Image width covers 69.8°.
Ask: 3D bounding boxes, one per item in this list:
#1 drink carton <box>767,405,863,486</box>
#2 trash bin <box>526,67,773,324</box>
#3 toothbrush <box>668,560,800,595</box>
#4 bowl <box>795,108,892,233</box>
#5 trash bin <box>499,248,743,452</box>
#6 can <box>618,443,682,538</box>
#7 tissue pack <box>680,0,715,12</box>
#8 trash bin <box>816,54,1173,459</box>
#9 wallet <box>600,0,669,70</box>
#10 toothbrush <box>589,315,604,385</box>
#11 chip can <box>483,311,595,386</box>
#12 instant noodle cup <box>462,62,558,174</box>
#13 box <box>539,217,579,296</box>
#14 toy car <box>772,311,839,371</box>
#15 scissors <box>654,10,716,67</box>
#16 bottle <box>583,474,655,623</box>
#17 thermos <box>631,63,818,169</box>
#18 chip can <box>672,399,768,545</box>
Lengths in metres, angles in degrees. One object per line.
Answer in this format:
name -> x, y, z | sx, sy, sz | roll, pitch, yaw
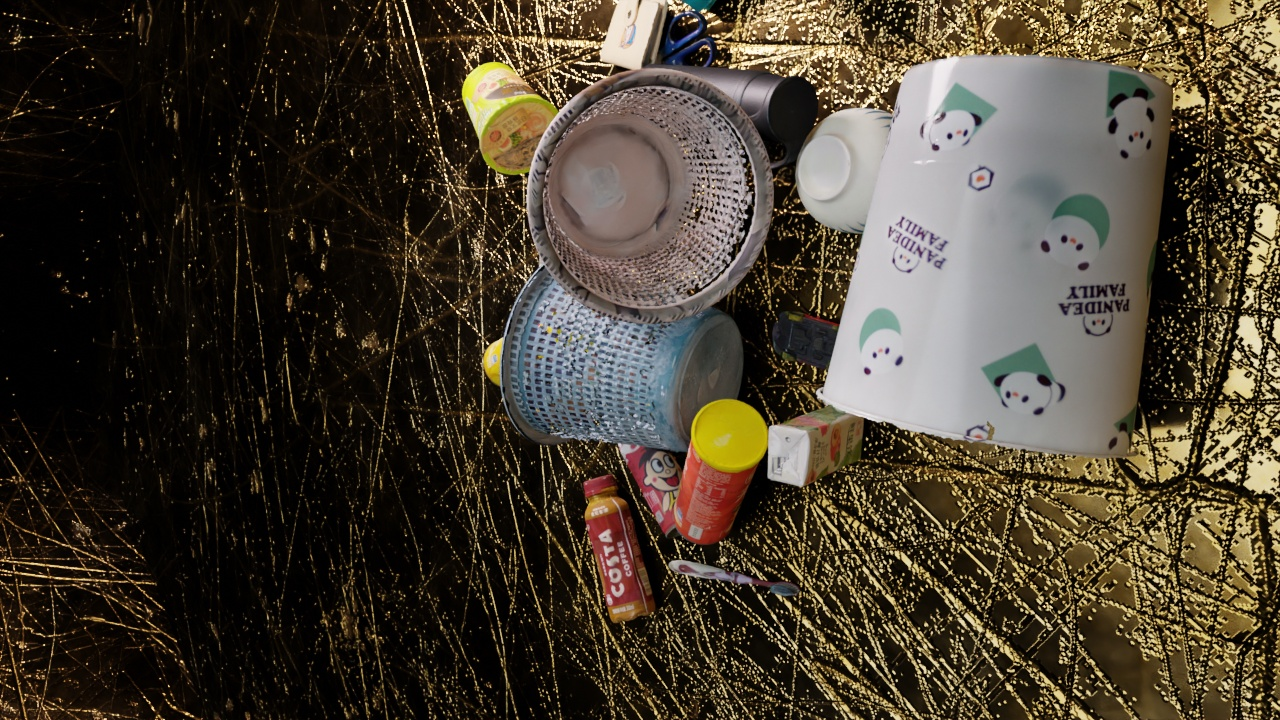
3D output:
drink carton -> 0.164, 0.078, 0.860 | 0.046, 0.122, 0.053 | 8, 102, 36
trash bin -> -0.008, -0.165, 0.905 | 0.192, 0.227, 0.228 | -130, 46, -70
toothbrush -> 0.098, 0.243, 1.027 | 0.188, 0.017, 0.016 | -1, 93, 46
bowl -> 0.189, -0.176, 0.848 | 0.117, 0.066, 0.116 | 6, 99, 46
trash bin -> -0.006, 0.006, 0.989 | 0.195, 0.226, 0.227 | 15, 105, 32
can -> 0.022, 0.136, 1.068 | 0.053, 0.053, 0.132 | -49, 61, 38
tissue pack -> 0.056, -0.448, 0.969 | 0.093, 0.050, 0.133 | -44, 63, 41
trash bin -> 0.265, -0.076, 0.678 | 0.230, 0.229, 0.252 | 15, 100, 45
wallet -> -0.008, -0.378, 1.046 | 0.115, 0.024, 0.087 | 44, 118, 57
toothbrush -> -0.053, -0.065, 1.145 | 0.027, 0.026, 0.225 | -132, 47, -71
chip can -> -0.129, -0.019, 1.175 | 0.214, 0.072, 0.072 | -22, 78, 56
instant noodle cup -> -0.176, -0.323, 1.195 | 0.123, 0.111, 0.112 | 57, 131, 35
box -> -0.082, -0.153, 1.129 | 0.088, 0.076, 0.162 | 9, 93, 38
toy car -> 0.176, -0.018, 0.905 | 0.106, 0.031, 0.049 | 19, 107, 43
scissors -> 0.017, -0.348, 1.035 | 0.175, 0.012, 0.108 | 19, 131, 40
bottle -> -0.030, 0.230, 1.131 | 0.058, 0.057, 0.175 | -25, 76, 45
thermos -> 0.076, -0.248, 0.924 | 0.243, 0.068, 0.090 | 32, 130, 54
chip can -> 0.076, 0.120, 0.926 | 0.073, 0.073, 0.217 | 58, 161, 25
